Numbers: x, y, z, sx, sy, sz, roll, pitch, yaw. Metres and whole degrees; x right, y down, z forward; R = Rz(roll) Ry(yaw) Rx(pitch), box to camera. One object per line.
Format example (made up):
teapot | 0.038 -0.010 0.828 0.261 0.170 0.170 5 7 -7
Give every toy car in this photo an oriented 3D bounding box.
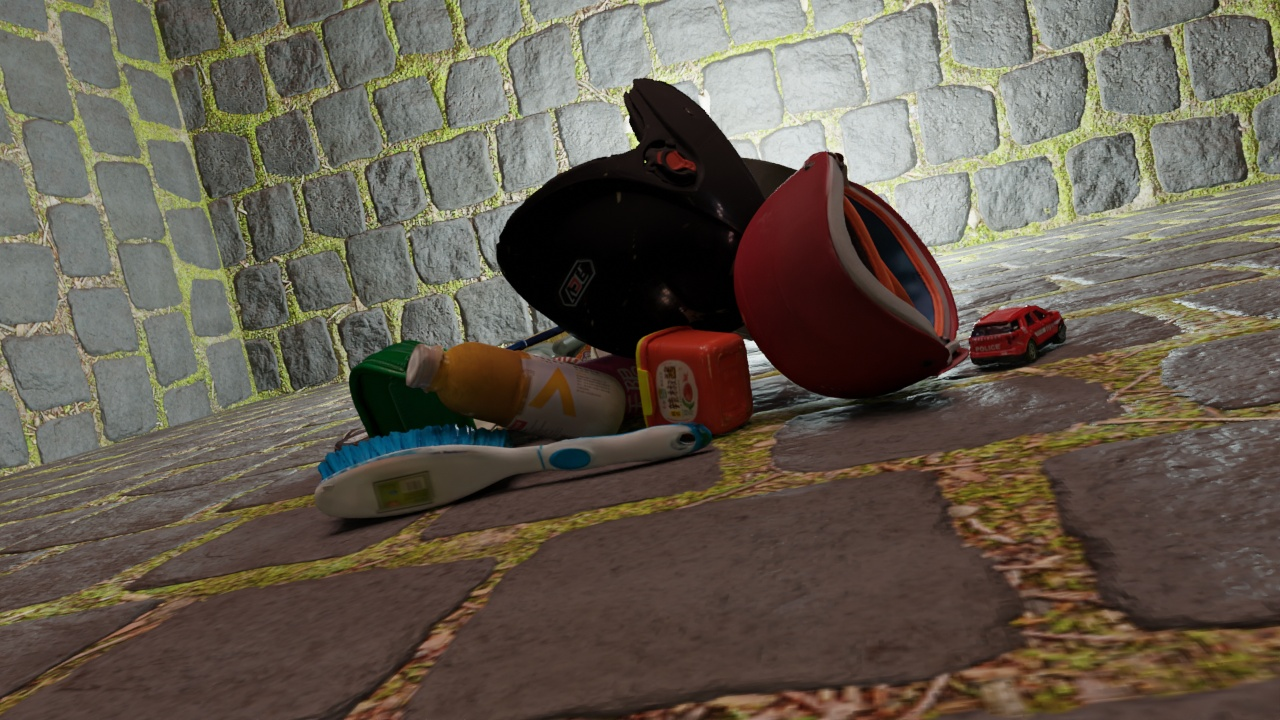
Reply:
toy car | 0.326 -0.025 0.793 0.053 0.045 0.120 -6 6 43

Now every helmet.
helmet | 0.004 -0.111 0.874 0.273 0.230 0.234 -25 -18 -46
helmet | 0.168 -0.058 0.782 0.144 0.207 0.239 -34 -10 26

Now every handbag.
handbag | -0.200 0.047 0.848 0.120 0.131 0.067 1 28 42

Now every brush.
brush | -0.105 0.078 0.731 0.314 0.060 0.109 -11 11 -5

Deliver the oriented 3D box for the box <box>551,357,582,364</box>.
box | -0.103 0.031 1.032 0.075 0.081 0.164 18 -23 -38

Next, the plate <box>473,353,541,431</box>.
plate | -0.176 0.040 0.987 0.163 0.034 0.164 -44 22 -19

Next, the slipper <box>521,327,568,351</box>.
slipper | -0.172 0.006 1.440 0.190 0.091 0.082 -19 5 -26

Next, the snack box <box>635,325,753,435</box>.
snack box | 0.048 0.018 0.773 0.080 0.091 0.081 0 13 40

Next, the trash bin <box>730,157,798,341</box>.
trash bin | 0.134 -0.146 1.200 0.198 0.220 0.199 4 13 -45

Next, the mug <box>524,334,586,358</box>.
mug | -0.118 0.012 1.139 0.124 0.083 0.103 -48 -4 18

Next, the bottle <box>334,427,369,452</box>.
bottle | -0.301 0.097 1.025 0.079 0.044 0.195 -15 5 -26

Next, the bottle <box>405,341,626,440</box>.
bottle | -0.105 0.026 0.792 0.189 0.068 0.068 16 -9 -27

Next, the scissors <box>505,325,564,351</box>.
scissors | -0.158 -0.013 1.135 0.162 0.012 0.176 -24 3 -12

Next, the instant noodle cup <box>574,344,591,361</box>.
instant noodle cup | -0.051 -0.017 1.325 0.111 0.099 0.111 -14 6 1

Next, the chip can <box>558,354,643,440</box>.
chip can | 0.000 0.020 0.951 0.210 0.071 0.071 -16 6 -30

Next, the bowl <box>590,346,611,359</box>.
bowl | -0.006 0.006 1.056 0.113 0.113 0.062 -16 -35 -32
